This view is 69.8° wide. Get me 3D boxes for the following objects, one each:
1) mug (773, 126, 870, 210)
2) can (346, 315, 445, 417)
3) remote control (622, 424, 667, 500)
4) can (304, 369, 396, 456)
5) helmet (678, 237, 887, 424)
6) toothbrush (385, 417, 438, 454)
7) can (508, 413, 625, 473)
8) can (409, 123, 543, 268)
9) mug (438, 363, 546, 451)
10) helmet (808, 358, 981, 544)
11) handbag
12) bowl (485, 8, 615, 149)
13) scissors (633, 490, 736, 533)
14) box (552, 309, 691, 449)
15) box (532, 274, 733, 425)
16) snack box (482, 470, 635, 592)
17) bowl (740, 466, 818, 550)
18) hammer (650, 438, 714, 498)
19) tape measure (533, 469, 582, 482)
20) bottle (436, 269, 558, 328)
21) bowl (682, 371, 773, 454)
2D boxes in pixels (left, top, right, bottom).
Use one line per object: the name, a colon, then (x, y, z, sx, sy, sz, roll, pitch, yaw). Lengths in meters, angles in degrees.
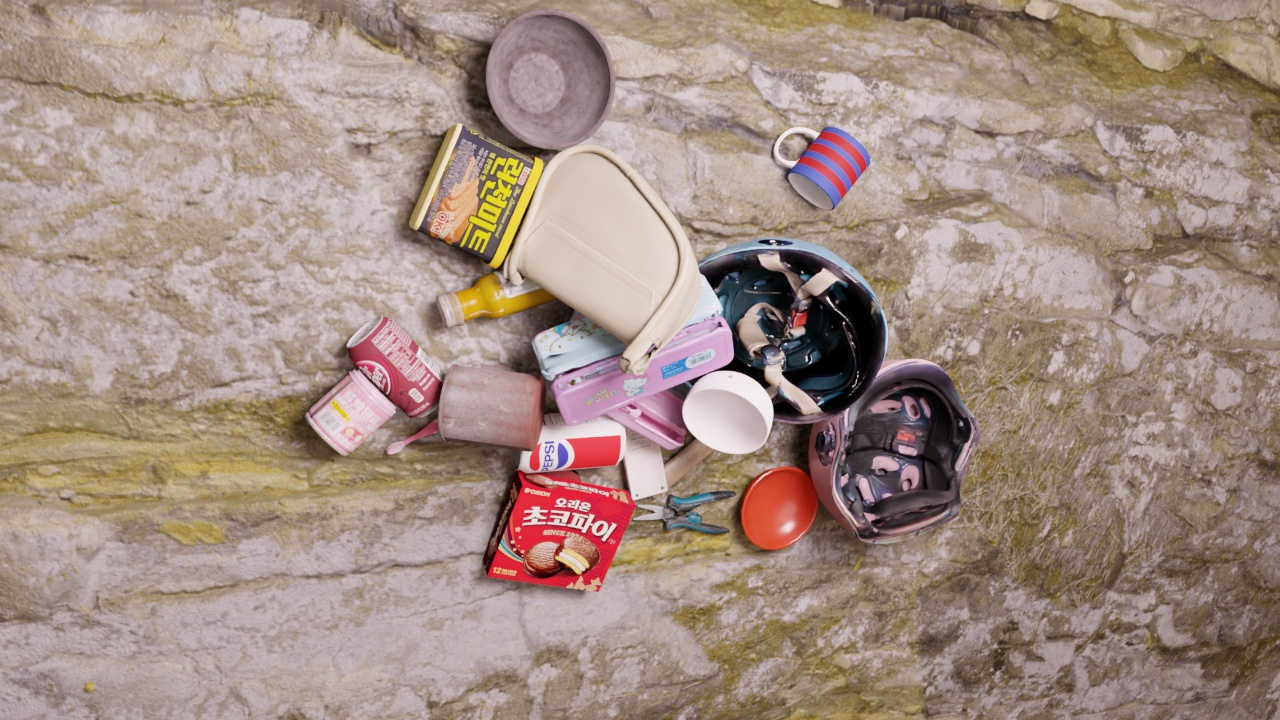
mug: (0.226, -0.256, 1.171, 0.112, 0.075, 0.076, 39, 86, 2)
can: (-0.271, 0.008, 1.031, 0.063, 0.063, 0.114, -43, 114, -8)
remote control: (0.000, 0.110, 1.185, 0.050, 0.011, 0.136, -13, 99, -19)
can: (-0.321, 0.057, 1.020, 0.076, 0.067, 0.067, -43, 114, -7)
helmet: (0.160, -0.044, 1.130, 0.265, 0.166, 0.226, 10, 111, 1)
toothbrush: (-0.240, 0.076, 1.086, 0.135, 0.016, 0.021, -30, 101, -13)
can: (-0.090, 0.099, 1.123, 0.132, 0.070, 0.070, -2, 103, -22)
can: (-0.184, -0.183, 1.016, 0.101, 0.072, 0.131, 23, 93, -23)
mug: (-0.164, 0.045, 1.052, 0.110, 0.122, 0.096, 11, 130, 0)
helmet: (0.330, 0.112, 1.251, 0.229, 0.152, 0.255, -13, 108, -17)
handbag: (-0.029, -0.105, 1.016, 0.184, 0.229, 0.132, -51, 155, -6)
bowl: (-0.107, -0.309, 1.018, 0.144, 0.067, 0.145, -5, 105, -21)
scissors: (0.069, 0.206, 1.243, 0.150, 0.019, 0.120, 43, 86, -23)
box: (-0.012, 0.009, 1.140, 0.201, 0.059, 0.155, 33, 56, -26)
box: (-0.010, -0.017, 1.046, 0.214, 0.092, 0.090, -22, 145, -5)
snack box: (-0.102, 0.216, 1.151, 0.152, 0.036, 0.133, 15, 108, -25)
bowl: (0.188, 0.201, 1.280, 0.121, 0.035, 0.122, -5, 105, -21)
hammer: (0.138, 0.071, 1.233, 0.330, 0.031, 0.119, -40, 114, -10)
tape measure: (-0.108, 0.149, 1.155, 0.059, 0.019, 0.051, -29, 110, -6)
bottle: (-0.142, -0.083, 1.066, 0.186, 0.053, 0.053, -20, 109, -17)
bowl: (0.106, 0.056, 1.077, 0.105, 0.105, 0.054, 55, 39, -23)
